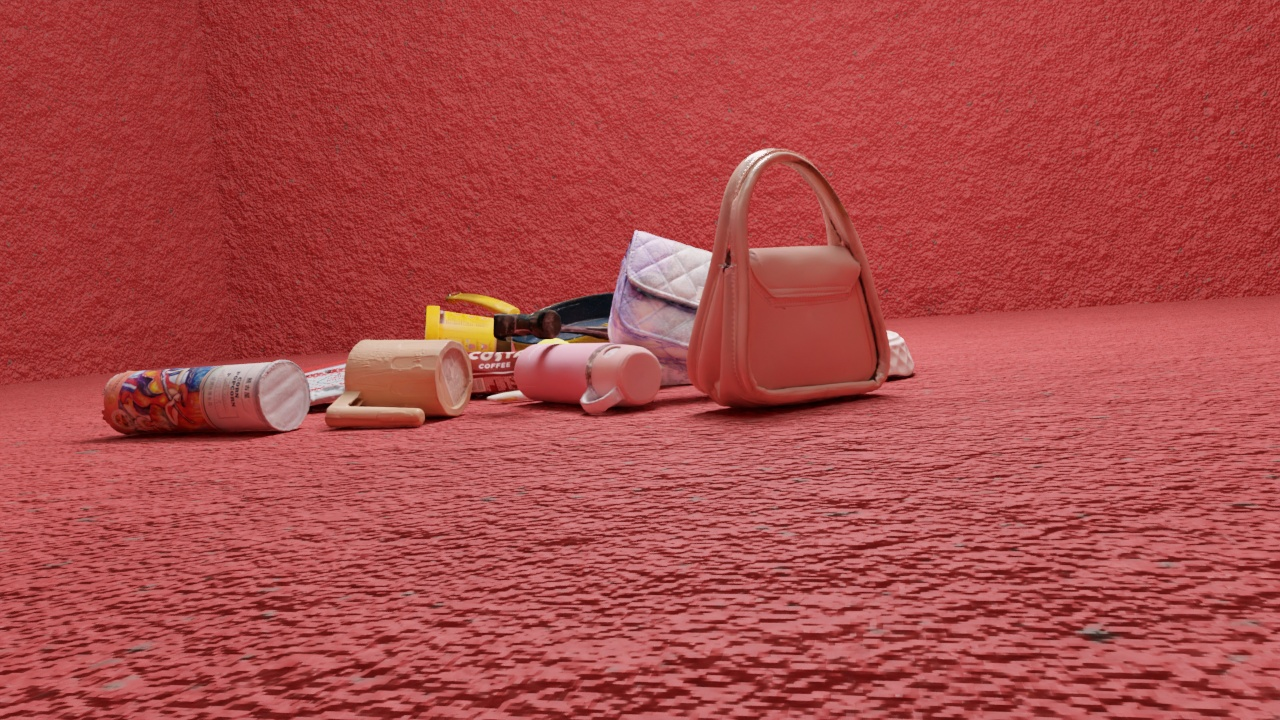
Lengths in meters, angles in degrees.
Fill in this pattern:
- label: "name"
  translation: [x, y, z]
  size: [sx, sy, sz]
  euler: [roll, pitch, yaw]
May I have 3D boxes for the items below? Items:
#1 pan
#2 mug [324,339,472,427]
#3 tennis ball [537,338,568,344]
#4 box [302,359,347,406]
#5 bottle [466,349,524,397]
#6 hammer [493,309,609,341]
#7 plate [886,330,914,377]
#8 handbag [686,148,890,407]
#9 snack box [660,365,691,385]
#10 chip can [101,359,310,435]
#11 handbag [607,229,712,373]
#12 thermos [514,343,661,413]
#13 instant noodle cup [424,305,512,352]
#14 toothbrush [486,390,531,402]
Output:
- label: "pan"
  translation: [-0.158, -0.066, 1.370]
  size: [0.358, 0.078, 0.197]
  euler: [2, 25, 37]
- label: "mug"
  translation: [-0.242, 0.029, 0.929]
  size: [0.104, 0.084, 0.124]
  euler: [-1, 29, 18]
- label: "tennis ball"
  translation: [-0.114, 0.003, 1.209]
  size: [0.065, 0.065, 0.065]
  euler: [-4, 4, 0]
- label: "box"
  translation: [-0.381, 0.026, 1.154]
  size: [0.201, 0.058, 0.161]
  euler: [-13, 6, -8]
- label: "bottle"
  translation: [-0.150, 0.015, 1.115]
  size: [0.175, 0.057, 0.057]
  euler: [-2, 4, 21]
- label: "hammer"
  translation: [-0.029, -0.034, 1.052]
  size: [0.322, 0.032, 0.126]
  euler: [1, 1, -45]
- label: "plate"
  translation: [0.214, -0.008, 1.072]
  size: [0.205, 0.045, 0.204]
  euler: [-2, 8, 0]
- label: "handbag"
  translation: [0.135, -0.077, 0.842]
  size: [0.193, 0.234, 0.093]
  euler: [-7, 6, -36]
- label: "snack box"
  translation: [-0.007, 0.007, 1.158]
  size: [0.157, 0.027, 0.084]
  euler: [-3, 21, 7]
- label: "chip can"
  translation: [-0.448, 0.040, 0.943]
  size: [0.215, 0.071, 0.071]
  euler: [-3, 4, 22]
- label: "handbag"
  translation: [0.069, -0.054, 0.966]
  size: [0.194, 0.134, 0.076]
  euler: [16, -31, -8]
- label: "thermos"
  translation: [-0.063, 0.021, 0.949]
  size: [0.087, 0.067, 0.199]
  euler: [-42, 25, -27]
- label: "instant noodle cup"
  translation: [-0.235, -0.012, 1.242]
  size: [0.114, 0.118, 0.118]
  euler: [3, 2, -13]
- label: "toothbrush"
  translation: [-0.081, 0.033, 1.058]
  size: [0.191, 0.018, 0.016]
  euler: [-5, 2, -9]
